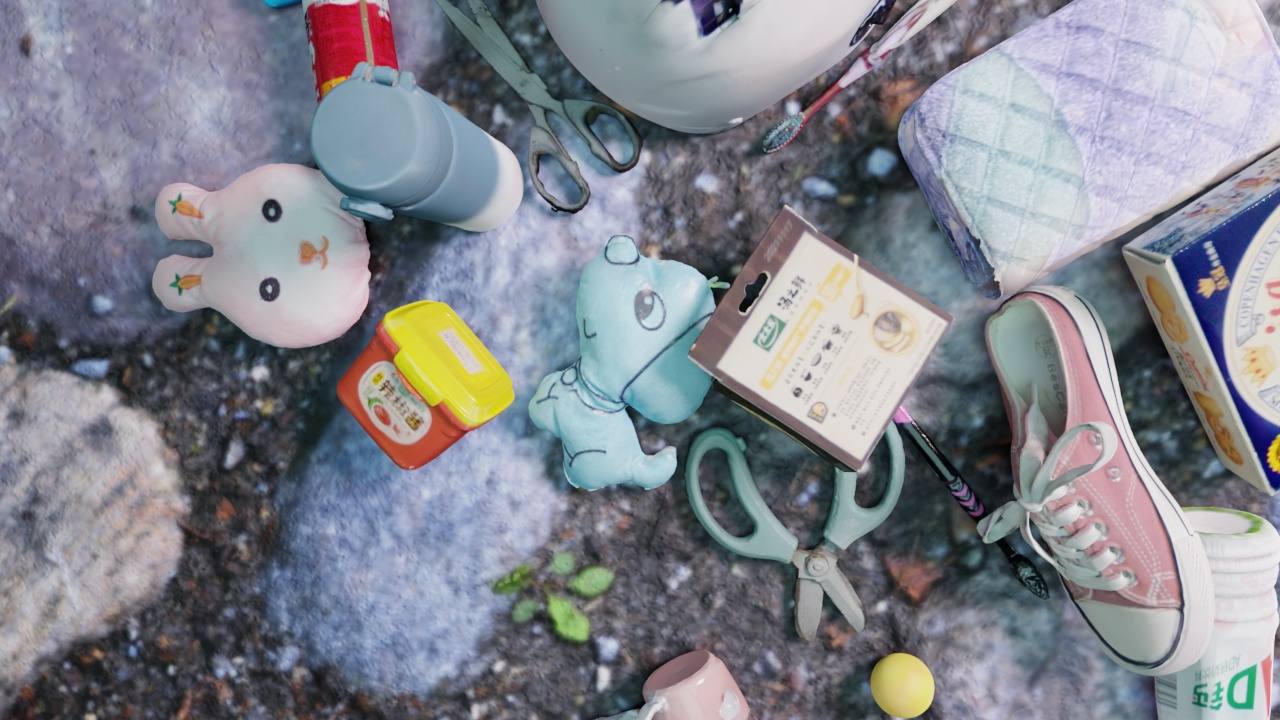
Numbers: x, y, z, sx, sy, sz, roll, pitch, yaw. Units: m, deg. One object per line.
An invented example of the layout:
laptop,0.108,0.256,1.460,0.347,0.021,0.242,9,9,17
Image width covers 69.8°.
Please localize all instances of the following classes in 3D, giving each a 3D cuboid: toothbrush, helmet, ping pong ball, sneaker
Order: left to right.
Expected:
helmet,0.048,-0.268,0.513,0.259,0.145,0.229,-41,90,8
toothbrush,0.150,-0.195,0.573,0.188,0.017,0.016,-40,91,9
ping pong ball,0.171,0.212,0.599,0.040,0.040,0.040,1,95,6
toothbrush,0.205,0.081,0.595,0.014,0.017,0.189,-39,89,10
sneaker,0.252,0.076,0.539,0.087,0.118,0.241,-17,88,-31

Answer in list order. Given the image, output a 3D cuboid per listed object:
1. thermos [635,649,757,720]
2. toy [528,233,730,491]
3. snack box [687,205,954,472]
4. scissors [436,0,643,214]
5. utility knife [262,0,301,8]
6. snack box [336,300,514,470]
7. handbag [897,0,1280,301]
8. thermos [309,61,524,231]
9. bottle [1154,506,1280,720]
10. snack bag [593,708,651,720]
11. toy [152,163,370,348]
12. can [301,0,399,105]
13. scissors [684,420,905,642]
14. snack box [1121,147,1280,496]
thermos,0.061,0.294,0.598,0.067,0.087,0.198,-22,96,43
toy,-0.004,0.003,0.594,0.156,0.049,0.161,-28,101,7
snack box,0.108,-0.011,0.567,0.125,0.053,0.113,33,83,4
scissors,-0.066,-0.182,0.603,0.151,0.014,0.170,-1,91,6
utility knife,-0.160,-0.272,0.600,0.205,0.018,0.034,-13,93,6
snack box,-0.141,0.018,0.599,0.080,0.081,0.091,-41,89,21
handbag,0.262,-0.138,0.539,0.194,0.075,0.134,-28,92,9
thermos,-0.116,-0.108,0.509,0.070,0.220,0.070,0,96,4
bottle,0.354,0.193,0.566,0.068,0.068,0.197,-5,98,6
snack bag,-0.031,0.266,0.634,0.104,0.026,0.048,-13,106,8
toy,-0.256,-0.070,0.613,0.159,0.054,0.121,3,95,11
can,-0.181,-0.180,0.585,0.053,0.053,0.132,-10,87,7
scissors,0.094,0.103,0.609,0.176,0.019,0.175,9,97,4
snack box,0.397,-0.040,0.523,0.182,0.045,0.178,-34,110,8
